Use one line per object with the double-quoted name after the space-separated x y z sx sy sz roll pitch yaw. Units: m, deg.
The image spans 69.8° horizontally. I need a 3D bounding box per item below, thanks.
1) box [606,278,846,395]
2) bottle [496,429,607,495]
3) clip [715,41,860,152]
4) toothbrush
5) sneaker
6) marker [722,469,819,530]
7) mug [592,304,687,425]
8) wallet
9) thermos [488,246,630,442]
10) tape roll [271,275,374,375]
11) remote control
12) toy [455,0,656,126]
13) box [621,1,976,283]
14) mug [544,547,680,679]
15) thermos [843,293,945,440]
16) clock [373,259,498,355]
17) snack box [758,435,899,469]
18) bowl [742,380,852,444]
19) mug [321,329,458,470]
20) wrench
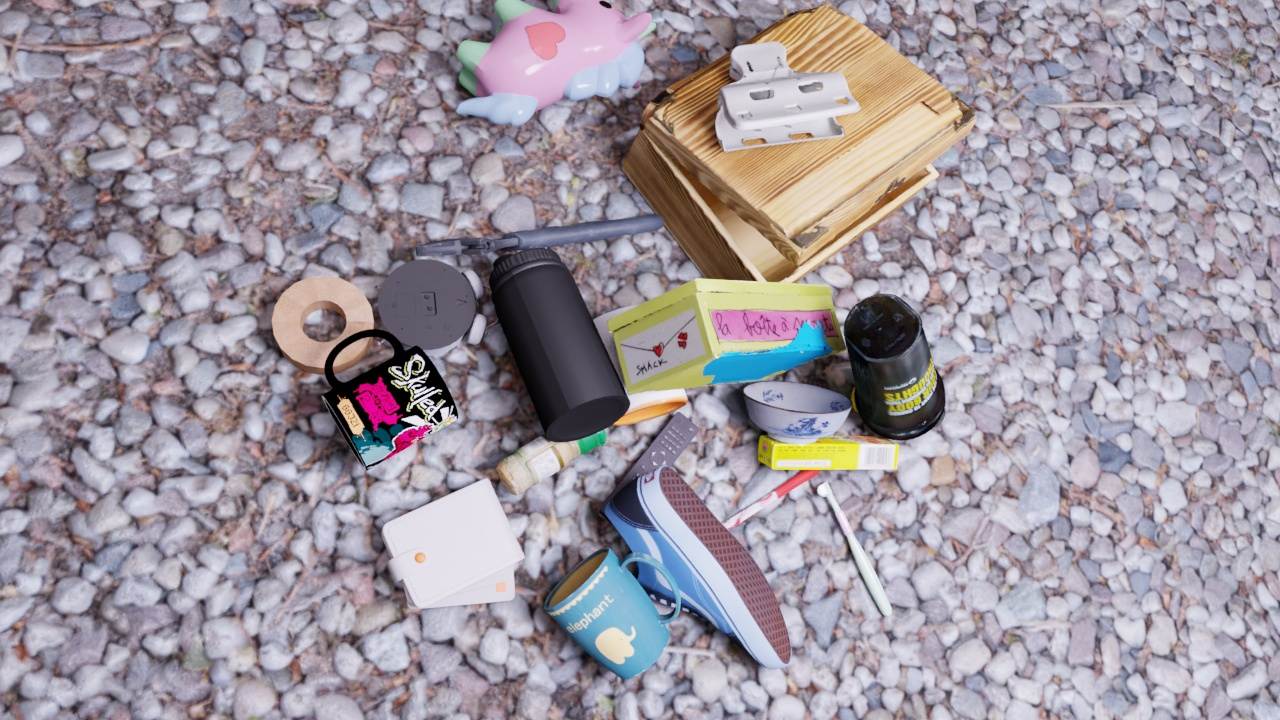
0.090 -0.024 0.897 0.220 0.125 0.079 -6 77 -45 "box"
-0.088 0.092 0.916 0.111 0.043 0.043 -31 84 -19 "bottle"
0.132 -0.249 0.909 0.126 0.101 0.152 -9 34 -9 "clip"
0.230 0.202 0.982 0.022 0.015 0.154 -18 79 -50 "toothbrush"
0.053 0.217 0.915 0.241 0.098 0.083 52 25 -10 "sneaker"
0.133 0.149 0.973 0.142 0.013 0.013 -28 83 -20 "marker"
-0.006 0.005 0.940 0.082 0.082 0.105 -13 77 -18 "mug"
-0.174 0.188 0.870 0.118 0.038 0.115 -23 82 -23 "wallet"
-0.088 -0.027 0.903 0.086 0.086 0.198 -17 66 -19 "thermos"
-0.310 -0.034 0.900 0.094 0.027 0.094 4 74 -14 "tape roll"
0.009 0.112 0.949 0.032 0.015 0.136 41 69 -1 "remote control"
-0.094 -0.323 1.001 0.171 0.120 0.221 30 68 5 "toy"
0.162 -0.237 1.000 0.278 0.192 0.251 -36 84 -19 "box"
-0.016 0.234 0.865 0.112 0.084 0.104 -39 95 11 "mug"
0.258 0.012 0.941 0.098 0.221 0.098 -9 64 18 "thermos"
-0.205 -0.053 0.930 0.122 0.035 0.094 -4 76 -17 "clock"
0.203 0.099 0.987 0.148 0.040 0.029 2 99 -15 "snack box"
0.162 0.059 0.967 0.114 0.114 0.045 1 105 -14 "bowl"
-0.244 0.028 0.866 0.098 0.082 0.118 -31 99 -20 "mug"
-0.100 -0.130 0.970 0.272 0.073 0.022 -11 103 -23 "wrench"
